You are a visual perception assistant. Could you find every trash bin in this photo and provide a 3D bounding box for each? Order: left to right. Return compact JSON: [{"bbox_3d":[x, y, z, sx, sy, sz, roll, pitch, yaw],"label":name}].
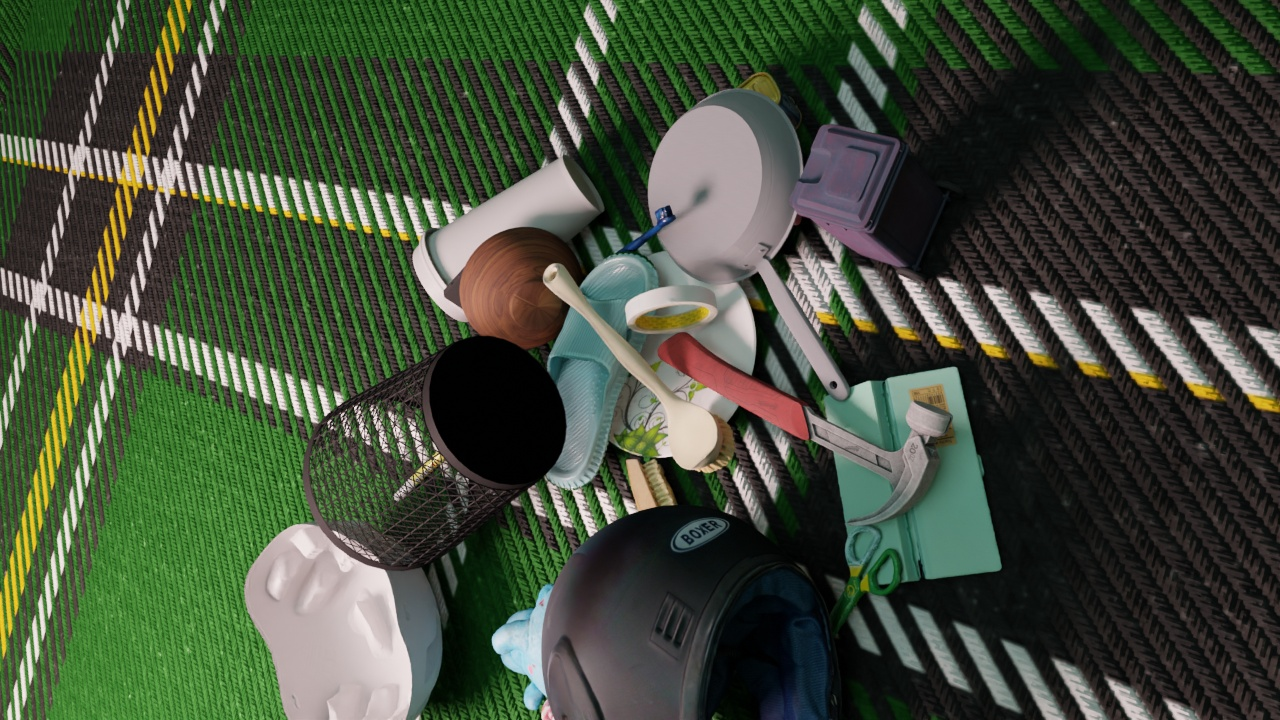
[{"bbox_3d":[-0.217,0.095,1.007,0.244,0.216,0.216,-31,63,43],"label":"trash bin"},{"bbox_3d":[0.216,-0.143,0.834,0.092,0.160,0.094,25,94,35],"label":"trash bin"}]

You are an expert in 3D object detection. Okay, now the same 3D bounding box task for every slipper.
[{"bbox_3d":[-0.061,0.008,1.010,0.116,0.069,0.276,16,90,39],"label":"slipper"}]

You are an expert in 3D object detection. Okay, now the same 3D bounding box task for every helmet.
[{"bbox_3d":[-0.342,0.329,1.100,0.225,0.183,0.282,-48,51,23],"label":"helmet"},{"bbox_3d":[0.034,0.287,0.832,0.236,0.248,0.316,0,105,45],"label":"helmet"}]

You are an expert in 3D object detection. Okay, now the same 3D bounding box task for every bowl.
[{"bbox_3d":[-0.127,-0.073,1.051,0.147,0.147,0.069,-59,31,10],"label":"bowl"}]

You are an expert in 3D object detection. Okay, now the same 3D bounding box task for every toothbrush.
[{"bbox_3d":[0.001,-0.135,0.995,0.017,0.016,0.190,71,162,1],"label":"toothbrush"}]

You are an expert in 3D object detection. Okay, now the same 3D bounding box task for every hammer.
[{"bbox_3d":[0.134,0.048,0.881,0.316,0.036,0.126,28,106,39],"label":"hammer"}]

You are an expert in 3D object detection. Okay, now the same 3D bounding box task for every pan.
[{"bbox_3d":[0.109,-0.114,0.918,0.201,0.050,0.356,-42,61,38],"label":"pan"}]

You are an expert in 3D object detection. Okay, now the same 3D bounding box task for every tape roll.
[{"bbox_3d":[0.032,-0.051,0.941,0.094,0.094,0.019,-18,70,30],"label":"tape roll"}]

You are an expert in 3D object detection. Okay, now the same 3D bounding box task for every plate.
[{"bbox_3d":[0.030,-0.007,1.011,0.230,0.030,0.229,-8,76,33],"label":"plate"}]

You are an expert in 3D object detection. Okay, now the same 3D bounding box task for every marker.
[{"bbox_3d":[-0.279,0.141,1.200,0.132,0.014,0.014,-42,60,20],"label":"marker"}]

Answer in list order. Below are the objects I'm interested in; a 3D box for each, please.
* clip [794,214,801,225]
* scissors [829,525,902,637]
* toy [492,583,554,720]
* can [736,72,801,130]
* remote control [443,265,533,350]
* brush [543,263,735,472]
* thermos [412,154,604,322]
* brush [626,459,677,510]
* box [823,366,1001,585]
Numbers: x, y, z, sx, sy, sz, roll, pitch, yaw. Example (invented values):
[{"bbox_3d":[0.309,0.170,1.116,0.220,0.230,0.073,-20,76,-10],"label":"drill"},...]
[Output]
[{"bbox_3d":[0.164,-0.171,0.963,0.044,0.023,0.060,-28,60,28],"label":"clip"},{"bbox_3d":[0.193,0.207,0.847,0.131,0.014,0.071,-63,40,33],"label":"scissors"},{"bbox_3d":[-0.105,0.305,1.000,0.181,0.114,0.183,-12,63,44],"label":"toy"},{"bbox_3d":[0.117,-0.255,0.986,0.100,0.059,0.054,-34,63,23],"label":"can"},{"bbox_3d":[-0.165,-0.065,1.097,0.058,0.133,0.013,-44,34,16],"label":"remote control"},{"bbox_3d":[-0.005,0.005,0.932,0.062,0.077,0.272,-42,82,8],"label":"brush"},{"bbox_3d":[-0.157,-0.152,1.120,0.222,0.131,0.131,-33,64,16],"label":"thermos"},{"bbox_3d":[0.021,0.158,0.975,0.039,0.049,0.117,-23,65,4],"label":"brush"},{"bbox_3d":[0.242,0.107,0.839,0.138,0.057,0.187,-20,71,36],"label":"box"}]
